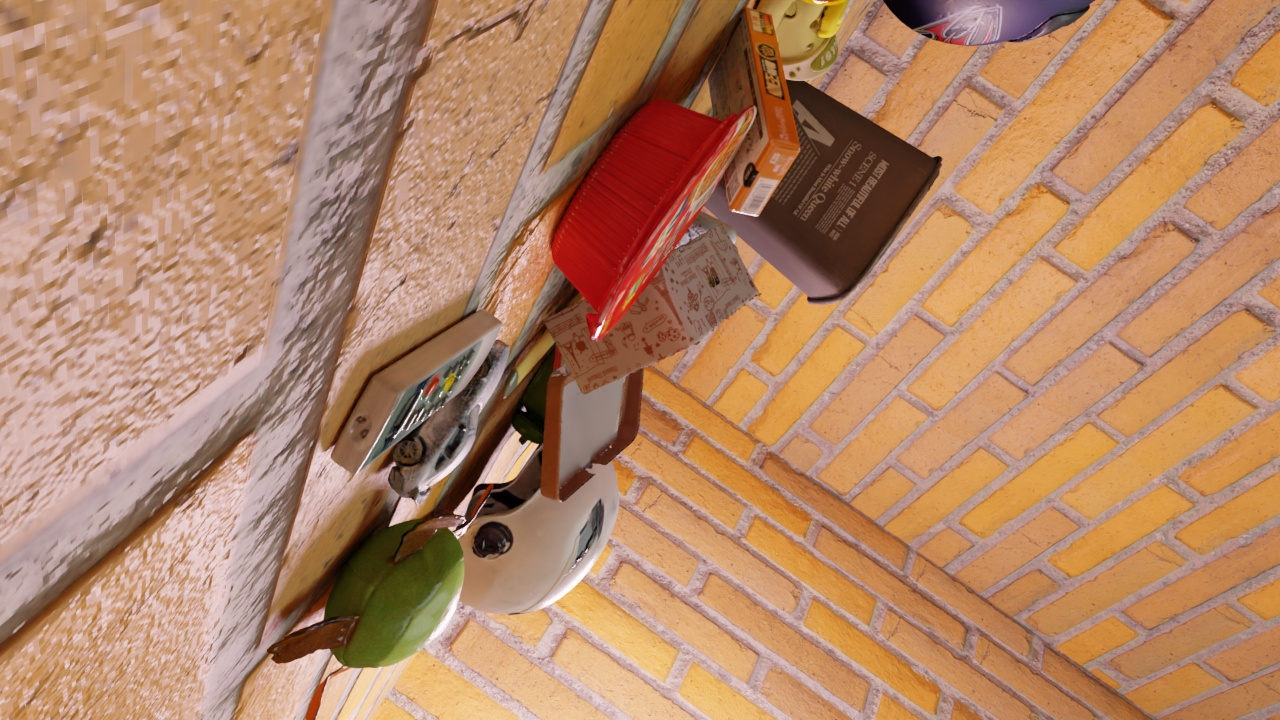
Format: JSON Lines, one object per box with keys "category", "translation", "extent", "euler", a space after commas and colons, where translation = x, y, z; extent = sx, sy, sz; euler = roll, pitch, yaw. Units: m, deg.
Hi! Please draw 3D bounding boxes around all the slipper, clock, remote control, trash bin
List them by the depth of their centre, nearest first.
{"category": "remote control", "translation": [-0.116, 0.013, 0.498], "extent": [0.056, 0.019, 0.134], "euler": [-56, 178, 22]}
{"category": "slipper", "translation": [0.139, -0.287, 0.796], "extent": [0.091, 0.081, 0.191], "euler": [-57, -178, -25]}
{"category": "clock", "translation": [-0.092, 0.036, 1.044], "extent": [0.162, 0.056, 0.115], "euler": [-56, 177, 28]}
{"category": "trash bin", "translation": [0.184, -0.204, 1.054], "extent": [0.199, 0.220, 0.198], "euler": [-55, -175, 0]}

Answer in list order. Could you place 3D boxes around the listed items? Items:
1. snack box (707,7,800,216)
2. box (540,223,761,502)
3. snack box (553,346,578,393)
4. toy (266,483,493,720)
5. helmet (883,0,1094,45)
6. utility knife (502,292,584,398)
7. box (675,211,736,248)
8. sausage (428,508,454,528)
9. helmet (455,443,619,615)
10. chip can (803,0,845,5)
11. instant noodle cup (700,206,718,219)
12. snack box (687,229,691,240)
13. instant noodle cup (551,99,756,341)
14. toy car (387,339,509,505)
{"category": "snack box", "translation": [0.085, -0.193, 0.707], "extent": [0.075, 0.026, 0.153], "euler": [122, -30, -51]}
{"category": "box", "translation": [-0.014, -0.005, 0.864], "extent": [0.273, 0.130, 0.178], "euler": [-57, 169, 31]}
{"category": "snack box", "translation": [-0.041, -0.011, 0.949], "extent": [0.152, 0.025, 0.075], "euler": [-14, 113, -64]}
{"category": "toy", "translation": [-0.187, 0.183, 0.708], "extent": [0.226, 0.090, 0.247], "euler": [-48, 173, -17]}
{"category": "helmet", "translation": [0.329, -0.420, 0.861], "extent": [0.241, 0.247, 0.314], "euler": [-27, -170, 15]}
{"category": "utility knife", "translation": [-0.073, -0.031, 0.847], "extent": [0.194, 0.020, 0.031], "euler": [-48, 167, -42]}
{"category": "box", "translation": [0.036, -0.112, 0.974], "extent": [0.095, 0.101, 0.202], "euler": [-53, 178, -33]}
{"category": "sausage", "translation": [-0.210, 0.168, 0.909], "extent": [0.021, 0.021, 0.165], "euler": [-55, 178, 2]}
{"category": "helmet", "translation": [-0.117, 0.195, 1.047], "extent": [0.259, 0.146, 0.228], "euler": [-36, -173, 20]}
{"category": "chip can", "translation": [0.133, -0.296, 0.545], "extent": [0.073, 0.073, 0.217], "euler": [-55, 179, -6]}
{"category": "instant noodle cup", "translation": [0.101, -0.224, 1.307], "extent": [0.173, 0.060, 0.138], "euler": [-55, 179, -39]}
{"category": "snack box", "translation": [0.047, -0.109, 1.071], "extent": [0.085, 0.026, 0.157], "euler": [122, -36, -56]}
{"category": "instant noodle cup", "translation": [0.001, -0.109, 0.637], "extent": [0.193, 0.066, 0.194], "euler": [-54, 178, -4]}
{"category": "toy car", "translation": [-0.122, 0.039, 0.605], "extent": [0.120, 0.037, 0.054], "euler": [-58, 178, -6]}
